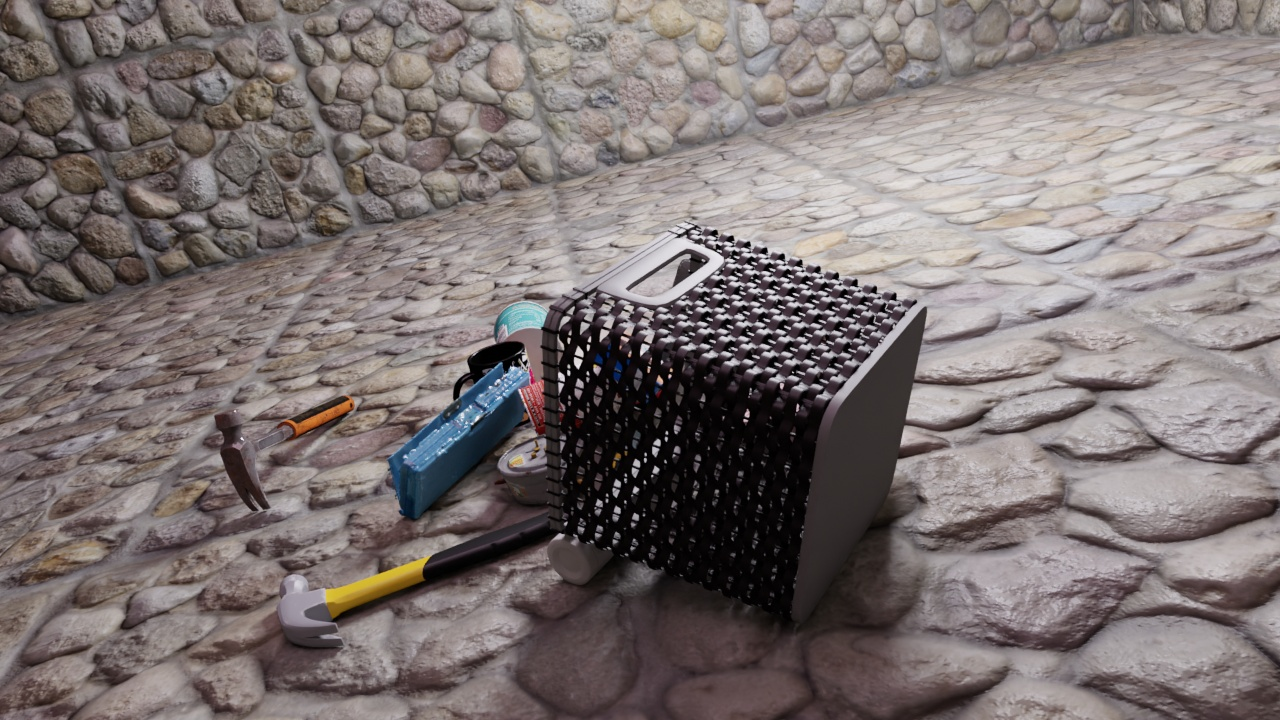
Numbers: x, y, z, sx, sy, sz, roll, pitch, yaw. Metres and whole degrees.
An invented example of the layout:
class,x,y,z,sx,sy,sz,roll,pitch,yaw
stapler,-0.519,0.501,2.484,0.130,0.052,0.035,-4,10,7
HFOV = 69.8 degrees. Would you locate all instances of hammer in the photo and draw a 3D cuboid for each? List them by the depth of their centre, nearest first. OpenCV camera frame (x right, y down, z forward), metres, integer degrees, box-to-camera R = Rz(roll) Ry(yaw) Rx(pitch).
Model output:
class,x,y,z,sx,sy,sz,roll,pitch,yaw
hammer,-0.212,0.212,0.951,0.323,0.029,0.127,-18,22,-13
hammer,-0.490,0.108,1.313,0.035,0.138,0.314,-10,8,11

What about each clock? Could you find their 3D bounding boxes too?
class,x,y,z,sx,sy,sz,roll,pitch,yaw
clock,-0.103,0.124,1.060,0.103,0.056,0.148,-29,24,-33

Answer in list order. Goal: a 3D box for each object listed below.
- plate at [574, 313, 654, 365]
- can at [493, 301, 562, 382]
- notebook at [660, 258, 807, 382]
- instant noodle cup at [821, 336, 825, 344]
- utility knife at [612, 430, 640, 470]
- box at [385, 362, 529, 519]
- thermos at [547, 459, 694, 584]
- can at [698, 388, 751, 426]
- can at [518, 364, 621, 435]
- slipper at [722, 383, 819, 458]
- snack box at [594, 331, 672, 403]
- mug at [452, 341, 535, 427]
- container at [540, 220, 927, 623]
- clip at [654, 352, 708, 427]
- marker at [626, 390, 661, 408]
class,x,y,z,sx,sy,sz,roll,pitch,yaw
plate,-0.004,-0.006,1.296,0.189,0.027,0.188,-5,34,4
can,-0.174,-0.024,1.415,0.099,0.099,0.144,-16,21,-5
notebook,0.128,-0.051,1.215,0.209,0.029,0.169,12,74,23
instant noodle cup,0.197,-0.062,1.261,0.112,0.100,0.100,-2,23,12
utility knife,-0.023,0.127,1.066,0.030,0.019,0.216,0,21,10
box,-0.224,0.093,1.142,0.054,0.093,0.230,28,41,14
thermos,-0.008,0.145,0.952,0.052,0.052,0.223,3,27,36
can,0.106,0.061,1.120,0.032,0.031,0.080,10,31,46
can,-0.085,0.054,1.167,0.116,0.087,0.086,-23,22,-6
slipper,0.187,0.069,1.007,0.094,0.064,0.240,-36,17,-37
snack box,-0.007,0.007,1.139,0.034,0.087,0.151,-51,-3,9
mug,-0.203,0.040,1.273,0.117,0.098,0.082,-25,24,-26
container,0.086,0.048,0.822,0.244,0.246,0.246,20,36,27
clip,0.074,0.039,1.112,0.099,0.152,0.126,31,4,6
marker,0.010,0.052,1.219,0.145,0.021,0.023,-14,38,0
